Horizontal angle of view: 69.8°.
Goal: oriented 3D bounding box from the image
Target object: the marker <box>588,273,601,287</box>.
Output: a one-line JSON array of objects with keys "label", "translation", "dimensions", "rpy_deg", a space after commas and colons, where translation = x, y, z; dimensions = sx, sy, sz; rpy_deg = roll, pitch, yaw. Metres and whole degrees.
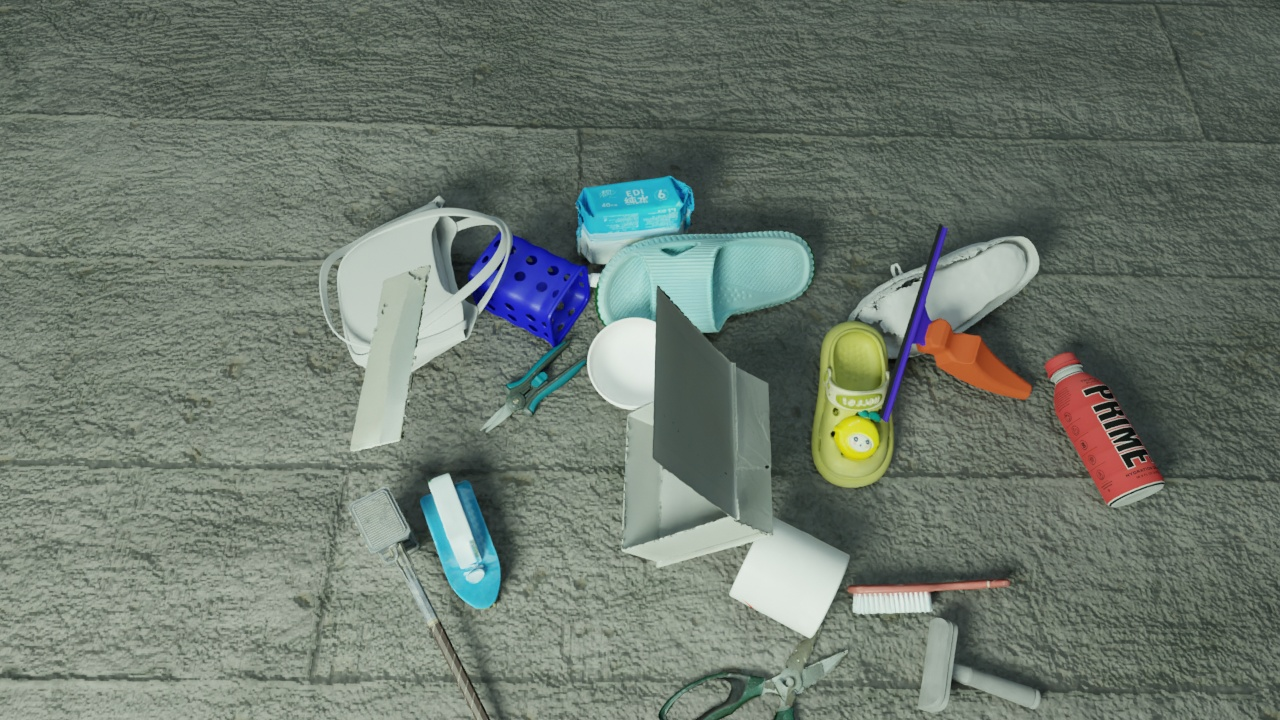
[{"label": "marker", "translation": [-0.001, -0.092, 1.112], "dimensions": [0.133, 0.020, 0.017], "rpy_deg": [4, 46, -10]}]

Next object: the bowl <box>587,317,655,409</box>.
[{"label": "bowl", "translation": [-0.006, 0.006, 1.043], "dimensions": [0.105, 0.054, 0.104], "rpy_deg": [0, 81, 2]}]

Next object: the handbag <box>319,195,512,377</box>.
[{"label": "handbag", "translation": [-0.244, -0.105, 1.037], "dimensions": [0.223, 0.095, 0.215], "rpy_deg": [-28, 62, 17]}]

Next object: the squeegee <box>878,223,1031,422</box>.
[{"label": "squeegee", "translation": [0.371, -0.004, 1.048], "dimensions": [0.184, 0.055, 0.249], "rpy_deg": [28, 70, -14]}]

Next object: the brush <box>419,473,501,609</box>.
[{"label": "brush", "translation": [-0.180, 0.188, 0.937], "dimensions": [0.055, 0.075, 0.135], "rpy_deg": [-21, 64, -12]}]

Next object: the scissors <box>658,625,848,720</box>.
[{"label": "scissors", "translation": [0.135, 0.353, 0.893], "dimensions": [0.209, 0.015, 0.154], "rpy_deg": [-23, 62, -11]}]

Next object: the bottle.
[{"label": "bottle", "translation": [0.511, 0.072, 1.029], "dimensions": [0.062, 0.062, 0.176], "rpy_deg": [-14, 63, -9]}]

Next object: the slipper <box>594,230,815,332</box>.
[{"label": "slipper", "translation": [0.082, -0.094, 1.080], "dimensions": [0.276, 0.069, 0.116], "rpy_deg": [-9, 101, -10]}]

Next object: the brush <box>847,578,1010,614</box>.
[{"label": "brush", "translation": [0.299, 0.244, 0.948], "dimensions": [0.172, 0.041, 0.030], "rpy_deg": [-2, 79, -5]}]

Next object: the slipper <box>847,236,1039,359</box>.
[{"label": "slipper", "translation": [0.354, -0.079, 1.098], "dimensions": [0.246, 0.075, 0.112], "rpy_deg": [-27, 84, -9]}]

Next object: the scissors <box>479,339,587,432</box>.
[{"label": "scissors", "translation": [-0.126, 0.027, 1.055], "dimensions": [0.129, 0.019, 0.138], "rpy_deg": [4, 69, -7]}]

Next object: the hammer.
[{"label": "hammer", "translation": [-0.189, 0.279, 0.893], "dimensions": [0.044, 0.099, 0.322], "rpy_deg": [-28, 75, -16]}]

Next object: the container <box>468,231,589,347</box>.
[{"label": "container", "translation": [-0.131, -0.086, 1.080], "dimensions": [0.113, 0.085, 0.085], "rpy_deg": [27, 65, 13]}]

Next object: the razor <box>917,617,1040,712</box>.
[{"label": "razor", "translation": [0.338, 0.317, 0.908], "dimensions": [0.116, 0.047, 0.088], "rpy_deg": [19, 63, -1]}]

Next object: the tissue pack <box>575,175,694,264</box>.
[{"label": "tissue pack", "translation": [-0.007, -0.169, 1.108], "dimensions": [0.144, 0.093, 0.061], "rpy_deg": [-7, 55, -7]}]

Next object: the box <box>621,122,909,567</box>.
[{"label": "box", "translation": [0.074, 0.030, 0.787], "dimensions": [0.148, 0.508, 0.166], "rpy_deg": [4, 61, -5]}]

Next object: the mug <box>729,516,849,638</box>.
[{"label": "mug", "translation": [0.155, 0.210, 0.935], "dimensions": [0.090, 0.091, 0.121], "rpy_deg": [26, 30, 13]}]

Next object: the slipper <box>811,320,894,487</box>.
[{"label": "slipper", "translation": [0.242, 0.043, 1.012], "dimensions": [0.091, 0.082, 0.190], "rpy_deg": [5, 76, -2]}]
